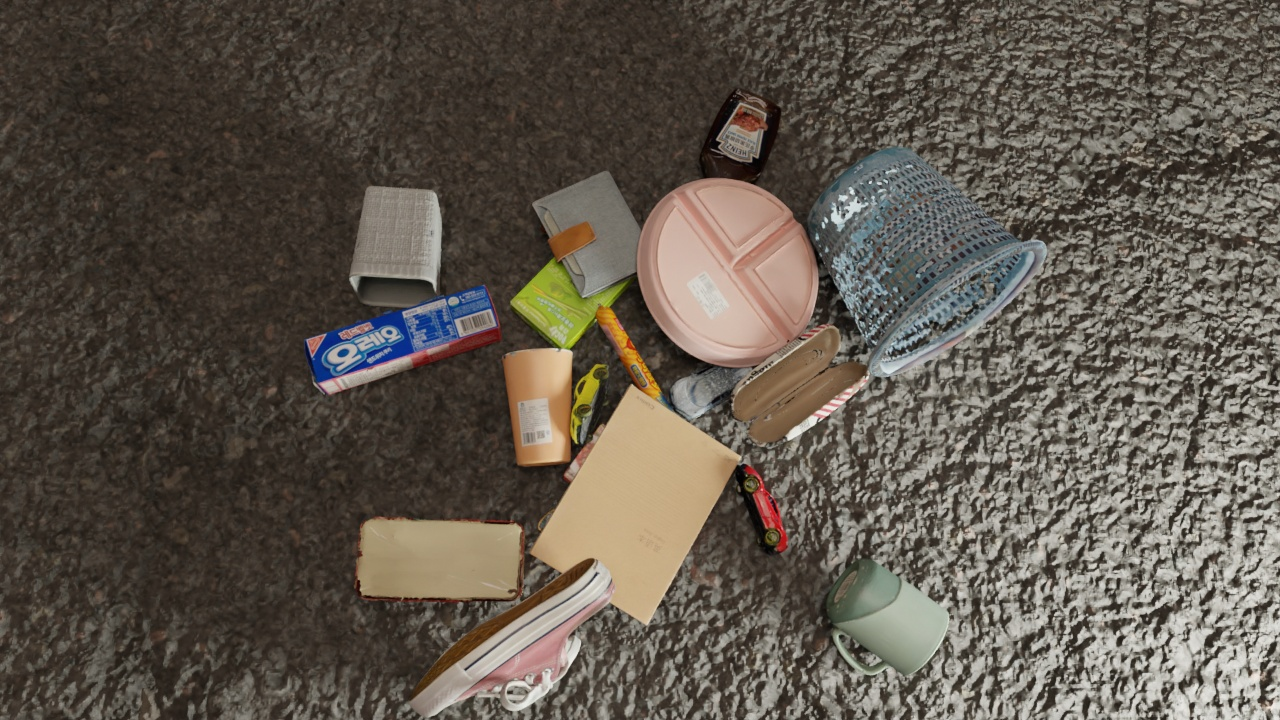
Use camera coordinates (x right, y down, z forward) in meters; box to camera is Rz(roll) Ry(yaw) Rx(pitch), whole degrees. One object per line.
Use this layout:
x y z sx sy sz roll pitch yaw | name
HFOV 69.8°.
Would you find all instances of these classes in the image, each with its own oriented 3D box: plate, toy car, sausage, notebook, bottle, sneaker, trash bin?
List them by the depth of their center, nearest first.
-0.118 0.297 0.922 0.241 0.118 0.088 -34 94 1 | sneaker
-0.002 0.153 0.988 0.149 0.012 0.211 33 75 -7 | notebook
-0.059 0.048 1.013 0.032 0.048 0.105 10 44 10 | toy car
0.134 0.163 1.017 0.031 0.049 0.106 -20 78 -12 | toy car
0.303 -0.124 1.043 0.226 0.227 0.195 -26 67 -12 | trash bin
-0.006 0.006 1.048 0.021 0.021 0.165 -31 91 -13 | sausage
0.082 0.029 1.057 0.105 0.031 0.049 -29 79 -12 | toy car
0.108 -0.106 1.062 0.229 0.028 0.229 4 79 -18 | plate
0.109 -0.236 1.124 0.080 0.044 0.194 24 75 -3 | bottle

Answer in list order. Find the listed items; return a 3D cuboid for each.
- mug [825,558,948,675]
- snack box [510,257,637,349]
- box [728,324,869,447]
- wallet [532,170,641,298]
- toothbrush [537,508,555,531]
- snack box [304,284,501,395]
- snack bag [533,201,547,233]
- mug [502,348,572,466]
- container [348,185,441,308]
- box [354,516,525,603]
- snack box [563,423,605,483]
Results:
0.254 0.283 0.989 0.106 0.082 0.112 35 106 3 | mug
-0.070 -0.091 1.074 0.086 0.026 0.156 40 74 5 | snack box
0.177 0.025 1.045 0.162 0.076 0.087 -35 111 -12 | box
-0.054 -0.146 1.057 0.106 0.037 0.129 -25 78 -13 | wallet
-0.037 0.120 0.998 0.191 0.018 0.016 -39 84 -14 | toothbrush
-0.261 -0.023 1.019 0.207 0.058 0.057 -19 78 -11 | snack box
-0.077 -0.186 1.099 0.105 0.026 0.045 -23 76 -14 | snack bag
-0.110 0.053 1.009 0.078 0.078 0.122 -4 80 -7 | mug
-0.270 -0.128 1.032 0.090 0.090 0.114 3 72 -6 | container
-0.206 0.205 0.954 0.168 0.078 0.091 2 76 -6 | box
-0.004 0.144 1.020 0.153 0.025 0.075 36 75 4 | snack box
